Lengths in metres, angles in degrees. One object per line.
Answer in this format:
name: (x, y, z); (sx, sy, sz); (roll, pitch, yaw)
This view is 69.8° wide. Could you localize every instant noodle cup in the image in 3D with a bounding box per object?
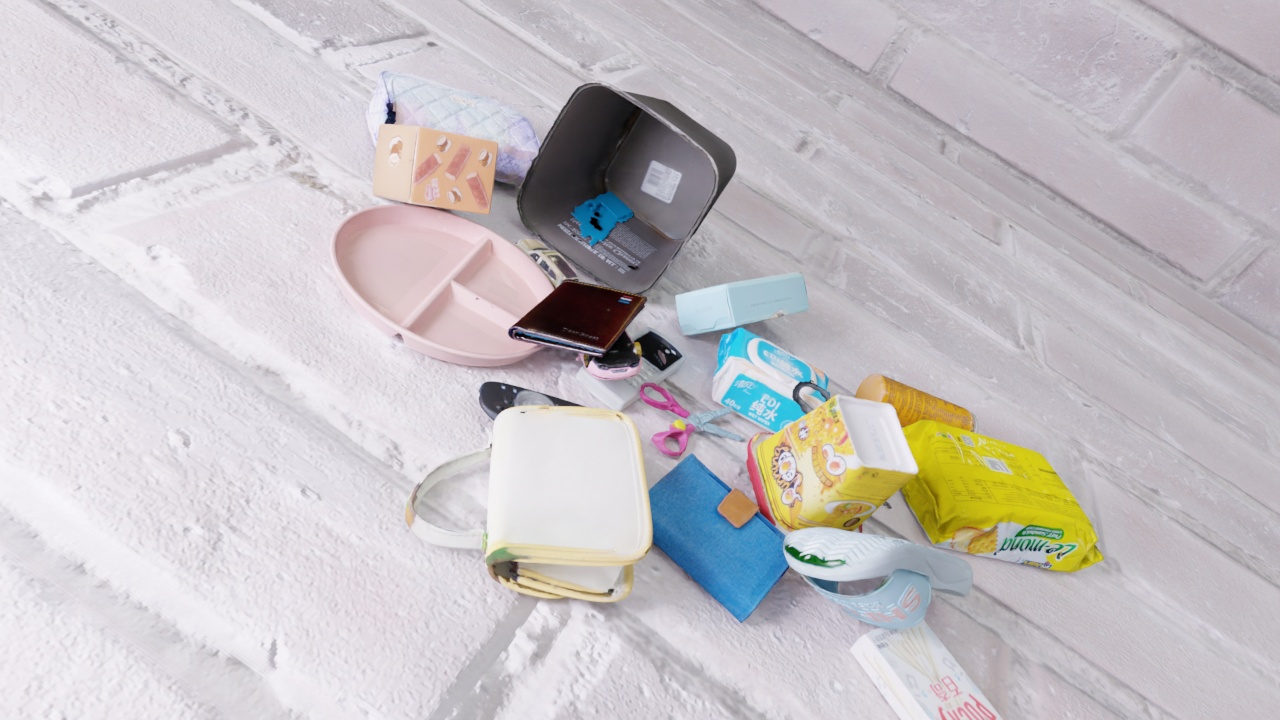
instant noodle cup: (0.178, 0.099, 0.848); (0.116, 0.124, 0.116); (11, 50, -31)

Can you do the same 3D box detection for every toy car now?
toy car: (-0.103, -0.102, 0.994); (0.042, 0.035, 0.090); (-10, 48, -49)
toy car: (-0.035, -0.014, 0.886); (0.056, 0.037, 0.122); (-4, 28, -16)

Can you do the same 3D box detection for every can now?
can: (0.332, 0.065, 1.108); (0.146, 0.058, 0.058); (21, 33, -18)

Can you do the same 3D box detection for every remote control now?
remote control: (-0.006, 0.005, 0.938); (0.058, 0.021, 0.149); (38, 33, 11)
remote control: (-0.079, 0.053, 0.805); (0.136, 0.024, 0.053); (18, 35, -19)

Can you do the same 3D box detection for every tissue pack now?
tissue pack: (0.144, 0.026, 0.995); (0.140, 0.063, 0.089); (29, 30, -4)

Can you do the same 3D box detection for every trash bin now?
trash bin: (0.001, -0.214, 1.106); (0.199, 0.199, 0.219); (36, 24, 5)

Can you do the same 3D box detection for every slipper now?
slipper: (0.209, 0.192, 0.798); (0.104, 0.074, 0.245); (2, -14, 45)

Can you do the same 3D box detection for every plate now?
plate: (-0.186, -0.073, 0.888); (0.229, 0.028, 0.229); (21, 34, -16)

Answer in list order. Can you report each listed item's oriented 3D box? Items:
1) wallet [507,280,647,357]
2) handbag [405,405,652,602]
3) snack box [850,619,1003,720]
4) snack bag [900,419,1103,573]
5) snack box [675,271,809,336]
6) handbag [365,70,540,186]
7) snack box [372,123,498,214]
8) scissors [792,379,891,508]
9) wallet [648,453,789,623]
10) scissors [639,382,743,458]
wallet: (-0.057, -0.041, 0.879); (0.096, 0.020, 0.122); (11, 29, 16)
handbag: (-0.087, 0.106, 0.706); (0.178, 0.063, 0.163); (6, 37, -11)
snack box: (0.251, 0.288, 0.758); (0.084, 0.027, 0.156); (-2, 44, -42)
snack bag: (0.396, 0.148, 1.038); (0.246, 0.068, 0.157); (14, 35, -24)
snack box: (0.124, -0.068, 1.089); (0.174, 0.074, 0.051); (-13, 92, -49)
handbag: (-0.224, -0.279, 1.098); (0.193, 0.076, 0.134); (7, 39, -33)
snack box: (-0.215, -0.201, 0.961); (0.094, 0.077, 0.093); (1, 12, -40)
scissors: (0.202, 0.093, 0.951); (0.173, 0.159, 0.014); (-15, 10, -16)
wallet: (0.064, 0.148, 0.785); (0.133, 0.040, 0.106); (41, 37, 13)
scissors: (0.049, 0.053, 0.915); (0.135, 0.017, 0.105); (-15, 68, -48)
